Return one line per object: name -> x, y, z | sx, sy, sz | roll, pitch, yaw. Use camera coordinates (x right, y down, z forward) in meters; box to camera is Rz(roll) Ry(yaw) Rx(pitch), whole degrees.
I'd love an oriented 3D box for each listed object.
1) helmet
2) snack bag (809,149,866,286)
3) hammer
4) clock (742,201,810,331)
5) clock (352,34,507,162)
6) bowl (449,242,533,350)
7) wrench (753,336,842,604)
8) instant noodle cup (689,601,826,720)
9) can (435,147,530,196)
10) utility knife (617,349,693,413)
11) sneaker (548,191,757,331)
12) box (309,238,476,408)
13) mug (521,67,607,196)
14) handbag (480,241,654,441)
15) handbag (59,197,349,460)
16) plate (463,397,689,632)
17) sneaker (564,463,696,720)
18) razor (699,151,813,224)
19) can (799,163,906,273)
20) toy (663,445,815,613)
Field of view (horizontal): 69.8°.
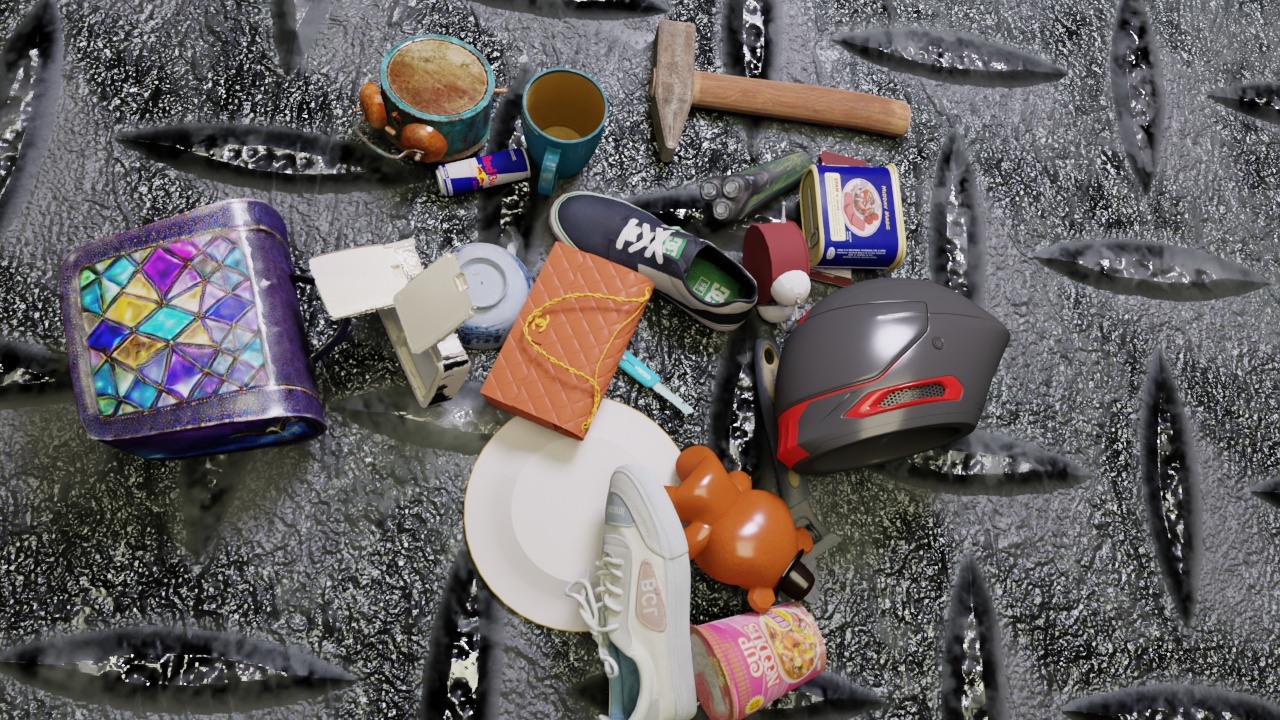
helmet -> 0.239, 0.004, 0.901 | 0.264, 0.164, 0.169 | -7, 69, -16
snack bag -> 0.217, -0.159, 1.021 | 0.057, 0.013, 0.157 | 12, 73, -5
hammer -> 0.161, -0.287, 1.034 | 0.300, 0.037, 0.157 | 5, 74, -7
clock -> 0.143, -0.092, 0.953 | 0.044, 0.087, 0.124 | -9, 73, -12
clock -> -0.222, -0.257, 0.943 | 0.121, 0.073, 0.157 | 38, 60, 6
bowl -> -0.161, -0.072, 0.919 | 0.114, 0.045, 0.114 | 2, 75, -9
wrench -> 0.150, 0.108, 0.933 | 0.073, 0.022, 0.273 | -9, 77, -4
instant noodle cup -> 0.108, 0.274, 0.848 | 0.108, 0.098, 0.097 | -15, 78, -20
can -> -0.164, -0.197, 0.960 | 0.095, 0.032, 0.032 | -16, 78, -13
utility knife -> -0.006, 0.005, 0.939 | 0.151, 0.015, 0.022 | 36, 74, 2
sneaker -> 0.016, -0.114, 0.942 | 0.235, 0.079, 0.084 | 29, 73, 0
box -> -0.223, -0.045, 0.812 | 0.106, 0.193, 0.143 | -19, 72, -32
mug -> -0.085, -0.224, 0.943 | 0.084, 0.104, 0.112 | 15, 75, -5
handbag -> -0.068, -0.021, 0.899 | 0.109, 0.060, 0.171 | 22, 74, 10
handbag -> -0.378, -0.023, 0.829 | 0.222, 0.126, 0.204 | -14, 77, -10
plate -> -0.055, 0.145, 0.890 | 0.229, 0.021, 0.229 | 2, 75, -9
sneaker -> -0.012, 0.216, 0.818 | 0.090, 0.090, 0.242 | -7, 91, -32
razor -> 0.131, -0.193, 0.991 | 0.151, 0.067, 0.054 | -27, 84, -23
can -> 0.225, -0.153, 0.984 | 0.092, 0.057, 0.116 | 0, 75, -8
toy -> 0.090, 0.159, 0.869 | 0.176, 0.096, 0.111 | 35, 56, 19
